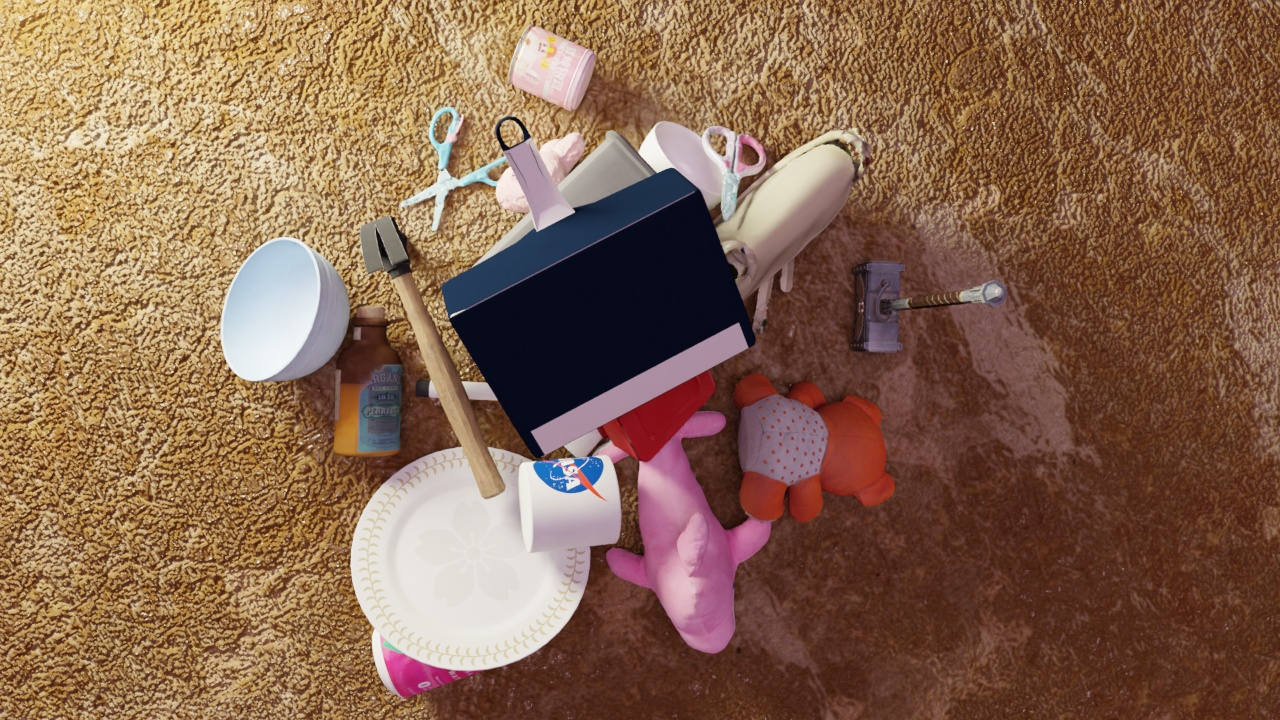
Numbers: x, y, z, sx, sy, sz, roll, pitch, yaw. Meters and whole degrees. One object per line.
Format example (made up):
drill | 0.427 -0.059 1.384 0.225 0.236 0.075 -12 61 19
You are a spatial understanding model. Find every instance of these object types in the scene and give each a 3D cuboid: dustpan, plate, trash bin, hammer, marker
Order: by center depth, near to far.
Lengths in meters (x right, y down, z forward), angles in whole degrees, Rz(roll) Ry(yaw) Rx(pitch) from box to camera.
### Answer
dustpan | -0.054 -0.082 0.810 0.236 0.080 0.273 -28 124 -3
hammer | 0.270 -0.056 0.878 0.044 0.322 0.098 2 91 -4
trash bin | -0.076 -0.106 0.923 0.220 0.192 0.097 -44 94 0
hammer | -0.210 0.000 0.946 0.040 0.132 0.305 -23 94 -4
plate | -0.174 0.200 0.952 0.242 0.016 0.242 6 56 -8
marker | -0.171 0.034 1.004 0.145 0.019 0.019 3 91 -4

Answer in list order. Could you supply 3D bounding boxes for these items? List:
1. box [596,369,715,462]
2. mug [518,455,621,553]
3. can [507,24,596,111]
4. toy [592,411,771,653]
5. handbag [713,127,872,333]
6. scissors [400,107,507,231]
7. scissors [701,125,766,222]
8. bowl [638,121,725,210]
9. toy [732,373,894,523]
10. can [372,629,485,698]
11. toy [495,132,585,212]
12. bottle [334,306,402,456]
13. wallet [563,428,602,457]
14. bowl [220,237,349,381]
box | -0.007 0.003 0.943 0.129 0.087 0.158 -45 133 -21
mug | -0.078 0.141 0.954 0.090 0.121 0.091 -4 113 -15
can | -0.093 -0.311 0.977 0.076 0.067 0.067 23 90 -3
toy | 0.046 0.181 0.968 0.187 0.128 0.265 -16 82 2
handbag | 0.138 -0.115 0.950 0.132 0.184 0.228 45 71 -6
scissors | -0.194 -0.204 1.003 0.126 0.015 0.136 12 96 -3
scissors | 0.093 -0.194 0.960 0.076 0.173 0.017 20 135 -7
bowl | 0.042 -0.198 0.978 0.105 0.104 0.054 41 124 -4
toy | 0.184 0.094 0.987 0.172 0.093 0.163 6 64 -15
can | -0.192 0.290 0.974 0.166 0.088 0.088 -19 92 -3
toy | -0.103 -0.198 0.968 0.053 0.108 0.105 49 65 -21
bottle | -0.287 0.021 0.972 0.068 0.068 0.157 2 91 -4
wallet | -0.056 0.042 0.998 0.086 0.032 0.116 39 78 -9
bowl | -0.355 -0.045 0.949 0.151 0.074 0.150 -8 74 30
